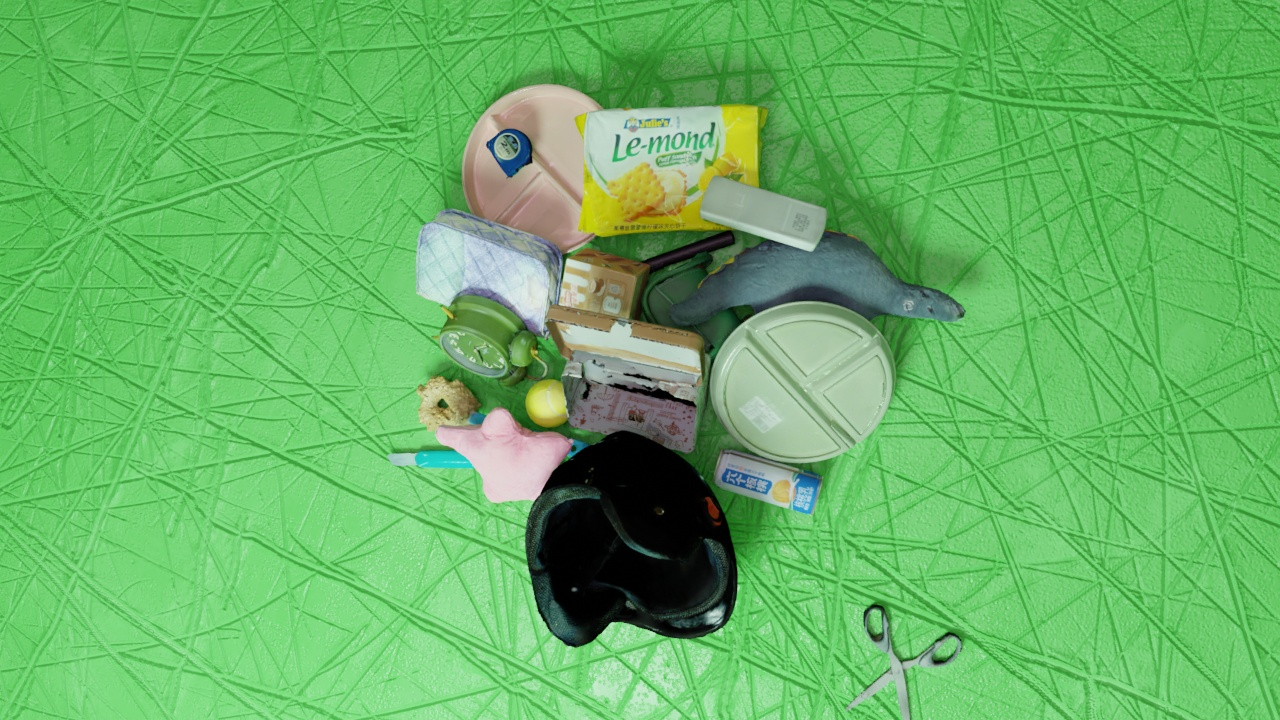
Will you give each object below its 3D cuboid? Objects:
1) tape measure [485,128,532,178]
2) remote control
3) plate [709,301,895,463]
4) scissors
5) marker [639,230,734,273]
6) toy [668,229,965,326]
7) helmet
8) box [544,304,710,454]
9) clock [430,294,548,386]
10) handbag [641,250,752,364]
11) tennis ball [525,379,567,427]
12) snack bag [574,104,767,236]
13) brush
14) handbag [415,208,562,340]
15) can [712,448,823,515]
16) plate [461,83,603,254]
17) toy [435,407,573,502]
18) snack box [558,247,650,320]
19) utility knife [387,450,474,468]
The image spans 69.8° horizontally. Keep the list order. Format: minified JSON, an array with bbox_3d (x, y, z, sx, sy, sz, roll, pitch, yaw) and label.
[{"bbox_3d":[-0.170,-0.278,1.214,0.054,0.025,0.058,-34,89,9],"label":"tape measure"},{"bbox_3d":[0.148,-0.177,1.107,0.150,0.021,0.058,19,69,7],"label":"remote control"},{"bbox_3d":[0.201,0.035,1.131,0.230,0.027,0.230,1,118,2],"label":"plate"},{"bbox_3d":[0.337,0.399,1.182,0.159,0.014,0.177,-11,93,13],"label":"scissors"},{"bbox_3d":[0.060,-0.141,1.205,0.132,0.022,0.020,-18,133,12],"label":"marker"},{"bbox_3d":[0.215,-0.095,1.131,0.356,0.091,0.137,3,67,3],"label":"toy"},{"bbox_3d":[-0.003,0.218,1.133,0.274,0.229,0.234,33,127,-11],"label":"helmet"},{"bbox_3d":[-0.007,0.006,1.104,0.178,0.263,0.088,12,58,10],"label":"box"},{"bbox_3d":[-0.194,-0.021,1.213,0.161,0.116,0.056,27,60,-6],"label":"clock"},{"bbox_3d":[0.072,-0.061,1.188,0.120,0.068,0.131,-33,85,2],"label":"handbag"},{"bbox_3d":[-0.121,0.057,1.227,0.065,0.065,0.065,0,93,11],"label":"tennis ball"},{"bbox_3d":[0.040,-0.238,1.166,0.246,0.068,0.158,-2,93,1],"label":"snack bag"},{"bbox_3d":[-0.192,0.087,1.261,0.255,0.046,0.083,18,92,6],"label":"brush"},{"bbox_3d":[-0.198,-0.115,1.218,0.194,0.075,0.134,21,125,10],"label":"handbag"},{"bbox_3d":[0.163,0.155,1.182,0.134,0.053,0.053,15,95,10],"label":"can"},{"bbox_3d":[-0.128,-0.253,1.234,0.230,0.028,0.229,0,92,12],"label":"plate"},{"bbox_3d":[-0.158,0.134,1.210,0.179,0.074,0.194,-15,126,27],"label":"toy"},{"bbox_3d":[-0.048,-0.085,1.190,0.094,0.076,0.093,16,112,10],"label":"snack box"},{"bbox_3d":[-0.264,0.137,1.285,0.193,0.013,0.029,-1,91,9],"label":"utility knife"}]
